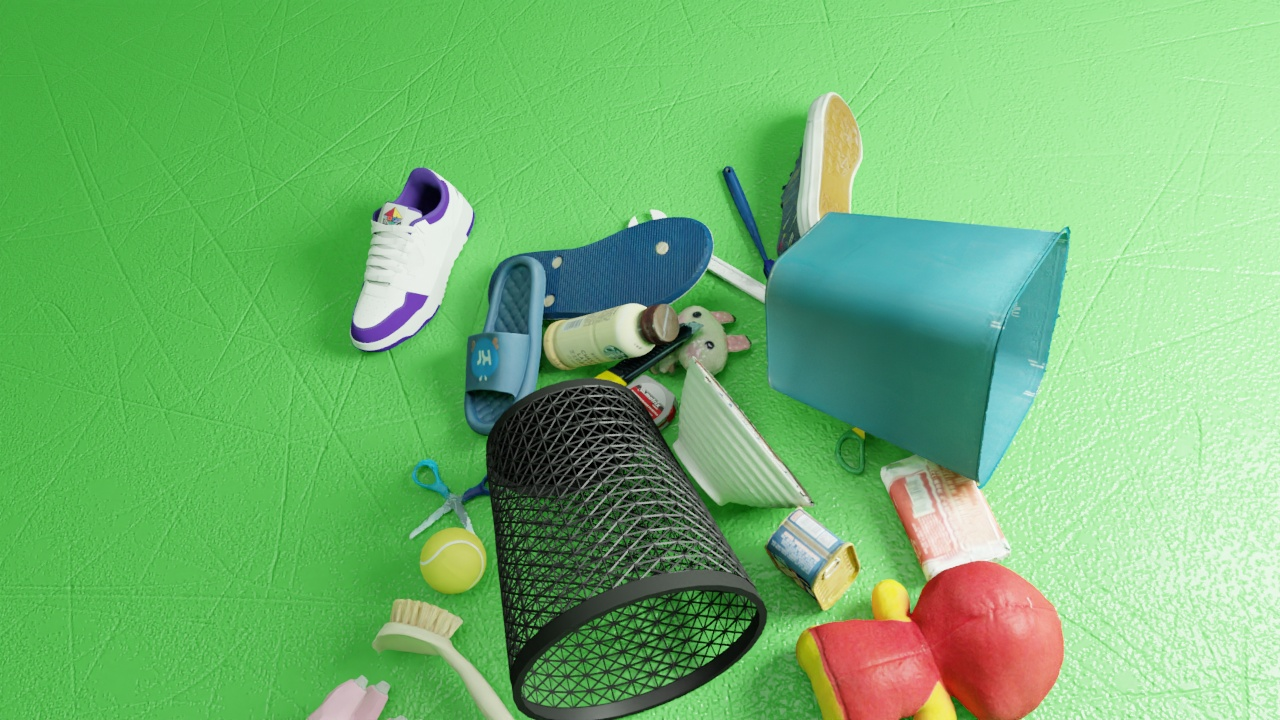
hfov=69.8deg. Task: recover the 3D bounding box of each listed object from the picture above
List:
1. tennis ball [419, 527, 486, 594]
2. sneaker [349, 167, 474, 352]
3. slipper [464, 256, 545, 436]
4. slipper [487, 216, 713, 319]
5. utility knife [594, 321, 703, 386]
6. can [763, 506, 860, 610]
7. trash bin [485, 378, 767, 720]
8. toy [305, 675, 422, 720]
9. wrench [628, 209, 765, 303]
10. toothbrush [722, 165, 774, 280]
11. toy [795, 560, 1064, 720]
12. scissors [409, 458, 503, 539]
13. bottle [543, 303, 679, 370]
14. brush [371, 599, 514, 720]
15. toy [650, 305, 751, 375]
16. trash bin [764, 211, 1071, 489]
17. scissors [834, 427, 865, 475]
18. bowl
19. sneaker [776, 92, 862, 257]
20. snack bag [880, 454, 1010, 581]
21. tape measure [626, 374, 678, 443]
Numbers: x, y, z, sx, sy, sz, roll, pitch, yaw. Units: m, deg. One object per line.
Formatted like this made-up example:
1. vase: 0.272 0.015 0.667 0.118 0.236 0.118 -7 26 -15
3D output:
1. tennis ball: -0.187 0.200 0.919 0.065 0.065 0.065 -7 59 11
2. sneaker: -0.289 -0.130 1.114 0.092 0.111 0.243 13 65 22
3. slipper: -0.158 -0.020 1.023 0.104 0.059 0.213 -8 66 42
4. slipper: -0.046 -0.089 1.057 0.295 0.060 0.118 -6 64 28
5. utility knife: -0.006 0.006 0.982 0.174 0.020 0.028 -34 45 15
6. can: 0.154 0.176 0.817 0.054 0.100 0.059 -46 58 -10
7. trash bin: -0.035 0.159 0.826 0.217 0.217 0.243 -24 50 1
8. toy: -0.282 0.373 0.845 0.123 0.067 0.157 34 78 28
9. wrench: 0.091 -0.106 1.054 0.273 0.009 0.047 35 74 29
10. toothbrush: 0.127 -0.163 1.067 0.016 0.017 0.189 -16 54 0
11. toy: 0.242 0.245 0.758 0.216 0.099 0.147 -23 66 7
12. scissors: -0.196 0.145 0.985 0.133 0.014 0.127 -31 57 -5
13. bottle: -0.031 -0.027 0.975 0.162 0.056 0.056 -10 53 43
14. brush: -0.147 0.317 0.851 0.272 0.062 0.077 36 79 25
15. toy: 0.061 -0.019 0.992 0.112 0.050 0.087 -16 57 0
16. trash bin: 0.248 -0.030 0.850 0.219 0.197 0.198 19 43 32
17. scissors: 0.234 0.058 0.917 0.128 0.011 0.125 4 61 15
18. bowl: 0.079 0.085 0.855 0.071 0.177 0.177 -39 57 5
19. sneaker: 0.196 -0.210 1.051 0.079 0.087 0.234 -20 46 42
20. snack bag: 0.278 0.139 0.842 0.077 0.036 0.115 -19 57 3
21. tape measure: 0.004 0.051 0.979 0.062 0.020 0.060 -41 58 -10
